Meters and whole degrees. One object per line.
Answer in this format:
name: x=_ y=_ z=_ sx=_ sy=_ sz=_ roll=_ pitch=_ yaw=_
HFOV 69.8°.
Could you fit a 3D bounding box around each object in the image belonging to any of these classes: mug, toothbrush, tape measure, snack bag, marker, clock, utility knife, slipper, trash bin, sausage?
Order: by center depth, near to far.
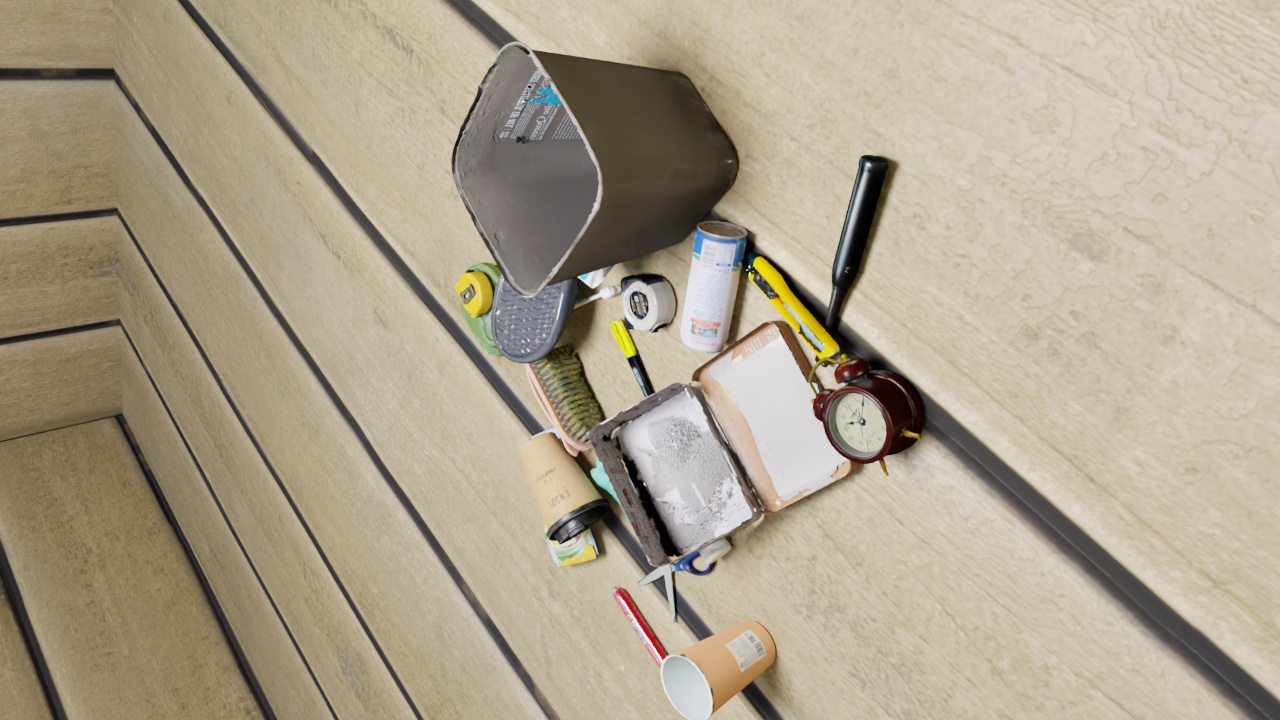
toothbrush: x=0.194 y=-0.087 z=0.864 sx=0.027 sy=0.026 sz=0.213 roll=-129 pitch=39 yaw=-50
clock: x=0.209 y=0.046 z=0.867 sx=0.122 sy=0.055 sz=0.082 roll=48 pitch=134 yaw=23
utility knife: x=0.148 y=-0.055 z=0.918 sx=0.154 sy=0.015 sz=0.033 roll=54 pitch=147 yaw=34
trash bin: x=-0.042 y=-0.201 z=0.945 sx=0.198 sy=0.219 sz=0.200 roll=60 pitch=138 yaw=15
mug: x=0.093 y=0.345 z=1.042 sx=0.078 sy=0.122 sz=0.078 roll=19 pitch=117 yaw=44
tape measure: x=0.009 y=-0.067 z=1.073 sx=0.066 sy=0.033 sz=0.066 roll=12 pitch=113 yaw=48
marker: x=-0.007 y=0.007 z=1.128 sx=0.018 sy=0.015 sz=0.124 roll=-34 pitch=78 yaw=53
slipper: x=-0.107 y=-0.123 z=1.162 sx=0.111 sy=0.083 sz=0.268 roll=20 pitch=100 yaw=30
toothbrush: x=-0.083 y=-0.073 z=1.190 sx=0.181 sy=0.016 sz=0.016 roll=-15 pitch=89 yaw=52
sausage: x=0.007 y=0.366 z=1.225 sx=0.156 sy=0.020 sz=0.020 roll=53 pitch=135 yaw=23
tape measure: x=-0.227 y=-0.092 z=1.246 sx=0.057 sy=0.028 sz=0.060 roll=-44 pitch=70 yaw=45
clock: x=-0.205 y=-0.072 z=1.293 sx=0.116 sy=0.056 sz=0.162 roll=58 pitch=137 yaw=19
snack bag: x=-0.116 y=0.193 z=1.295 sx=0.111 sy=0.038 sz=0.191 roll=-24 pitch=82 yaw=51

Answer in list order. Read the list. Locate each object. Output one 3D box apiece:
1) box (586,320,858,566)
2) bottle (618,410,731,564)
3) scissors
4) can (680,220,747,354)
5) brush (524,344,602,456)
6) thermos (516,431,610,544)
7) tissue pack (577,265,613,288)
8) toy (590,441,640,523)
box: x=0.088 y=0.095 z=0.995 sx=0.273 sy=0.106 sz=0.178 roll=-33 pitch=76 yaw=25
bottle: x=0.040 y=0.153 z=1.101 sx=0.195 sy=0.043 sz=0.080 roll=55 pitch=146 yaw=19
scissors: x=0.038 y=0.253 z=1.159 sx=0.163 sy=0.012 sz=0.176 roll=-11 pitch=94 yaw=49
can: x=0.076 y=-0.077 z=0.978 sx=0.053 sy=0.053 sz=0.135 roll=31 pitch=124 yaw=39
brush: x=-0.101 y=0.054 z=1.214 sx=0.073 sy=0.063 sz=0.145 roll=-38 pitch=76 yaw=43
thermos: x=-0.106 y=0.170 z=1.218 sx=0.143 sy=0.092 sz=0.093 roll=58 pitch=137 yaw=19
tissue pack: x=-0.076 y=-0.155 z=1.059 sx=0.140 sy=0.089 sz=0.063 roll=36 pitch=149 yaw=-3
toy: x=-0.031 y=0.152 z=1.191 sx=0.092 sy=0.030 sz=0.097 roll=32 pitch=122 yaw=35
